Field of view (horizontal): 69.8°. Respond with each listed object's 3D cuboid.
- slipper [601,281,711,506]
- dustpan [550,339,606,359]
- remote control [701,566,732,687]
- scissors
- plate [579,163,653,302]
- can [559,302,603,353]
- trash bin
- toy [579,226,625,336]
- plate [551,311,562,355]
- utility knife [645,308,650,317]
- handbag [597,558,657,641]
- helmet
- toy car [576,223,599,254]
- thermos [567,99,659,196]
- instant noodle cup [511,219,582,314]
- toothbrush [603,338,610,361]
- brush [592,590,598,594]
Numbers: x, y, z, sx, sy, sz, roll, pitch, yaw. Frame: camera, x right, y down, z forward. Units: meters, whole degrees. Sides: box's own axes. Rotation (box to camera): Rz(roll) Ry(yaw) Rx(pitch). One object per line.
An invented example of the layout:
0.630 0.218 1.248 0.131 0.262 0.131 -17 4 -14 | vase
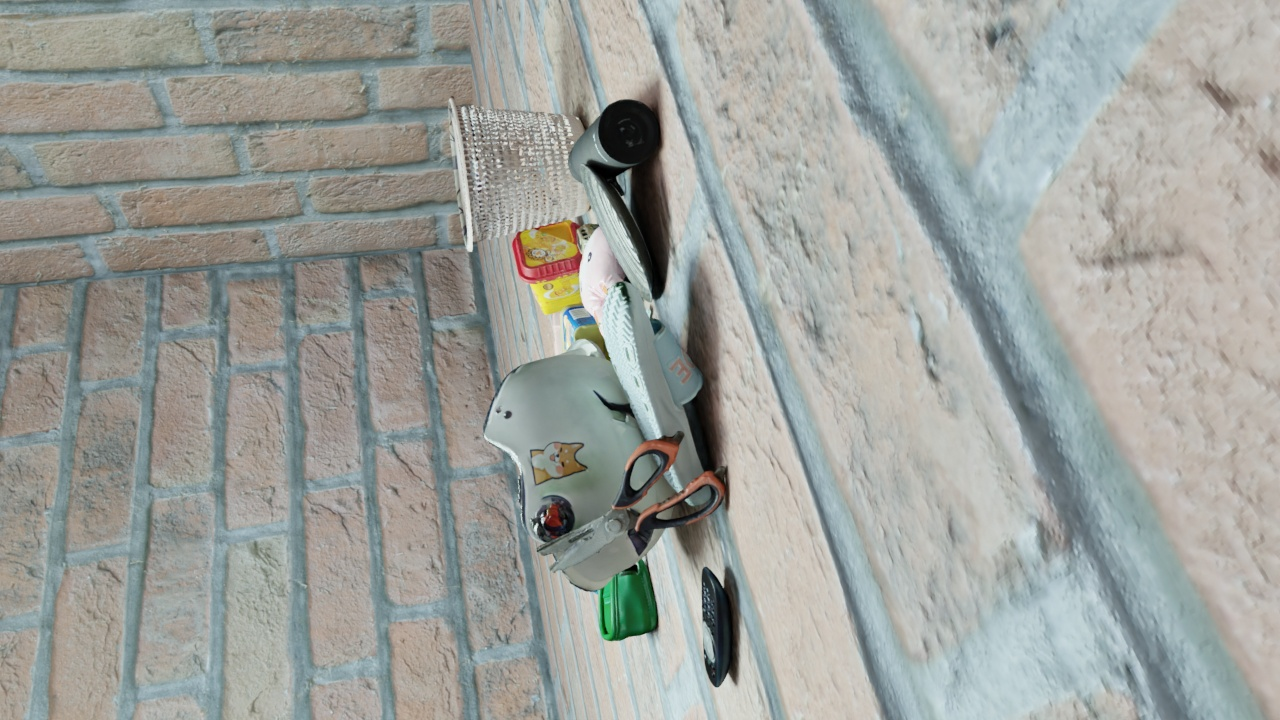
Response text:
0.029 0.032 0.938 0.104 0.074 0.245 -156 44 -74 | slipper
-0.100 0.098 1.363 0.258 0.142 0.222 81 174 -56 | dustpan
0.079 0.273 0.943 0.053 0.024 0.136 -128 32 -63 | remote control
-0.019 0.147 0.923 0.015 0.203 0.204 -64 -20 -66 | scissors
-0.021 -0.151 1.067 0.179 0.024 0.179 61 174 11 | plate
-0.087 -0.027 1.430 0.083 0.057 0.102 -125 30 -59 | can
-0.180 -0.286 1.379 0.228 0.192 0.227 172 91 -77 | trash bin
-0.045 -0.102 1.202 0.159 0.054 0.122 -110 29 -44 | toy
-0.129 0.010 1.598 0.229 0.028 0.229 170 93 -87 | plate
-0.007 0.007 1.178 0.034 0.018 0.217 39 145 22 | utility knife
-0.026 0.344 1.336 0.131 0.068 0.120 118 144 -68 | handbag
-0.040 0.110 1.046 0.274 0.157 0.229 65 -158 2 | helmet
-0.068 -0.165 1.321 0.090 0.035 0.042 -120 25 -55 | toy car
-0.031 -0.241 1.082 0.090 0.068 0.242 52 173 -10 | thermos
-0.139 -0.147 1.488 0.124 0.116 0.116 81 173 -52 | instant noodle cup
-0.046 0.034 1.374 0.016 0.015 0.190 -125 30 -55 | toothbrush
-0.061 0.335 1.469 0.144 0.073 0.055 -129 28 -67 | brush
